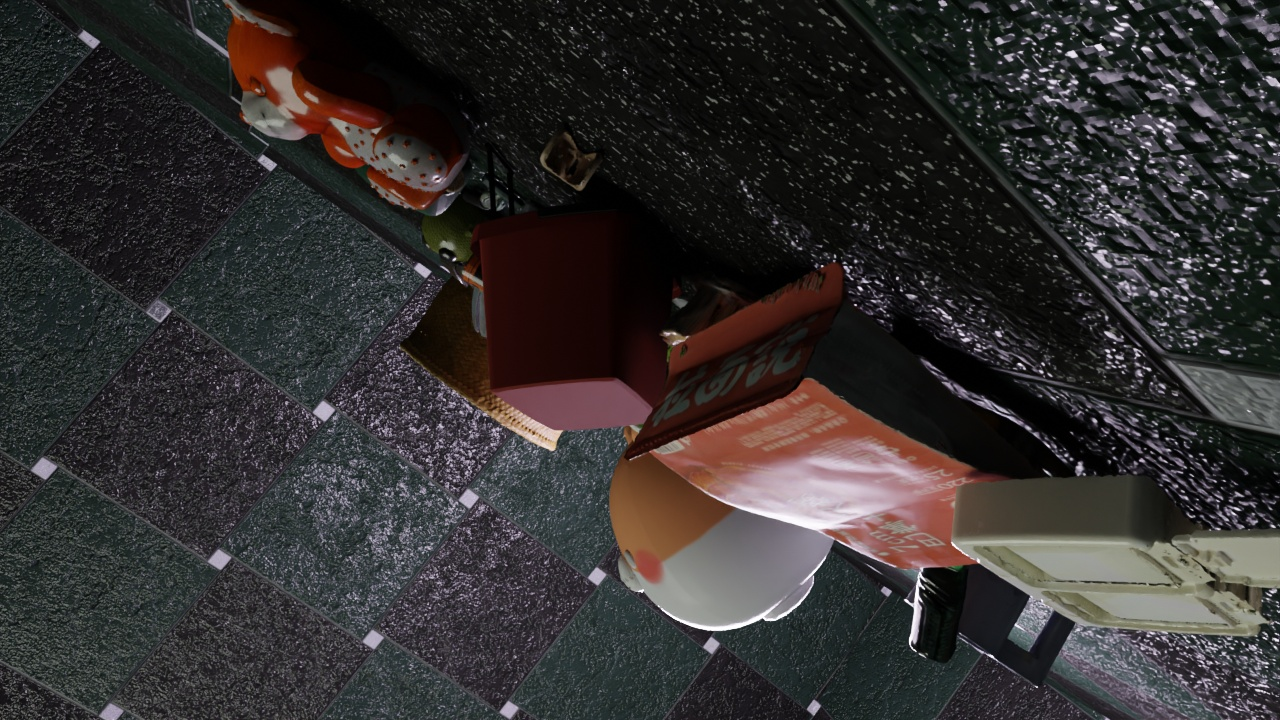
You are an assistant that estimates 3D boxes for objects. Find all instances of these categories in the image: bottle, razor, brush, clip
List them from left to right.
[{"bbox_3d":[-0.181,-0.158,0.755,0.061,0.061,0.131,41,171,-39],"label":"bottle"},{"bbox_3d":[-0.143,-0.148,0.835,0.043,0.022,0.144,37,174,-23],"label":"razor"},{"bbox_3d":[-0.046,-0.117,0.531,0.041,0.024,0.061,35,178,-17],"label":"clip"},{"bbox_3d":[0.126,0.031,0.640,0.271,0.056,0.083,36,172,-28],"label":"brush"}]

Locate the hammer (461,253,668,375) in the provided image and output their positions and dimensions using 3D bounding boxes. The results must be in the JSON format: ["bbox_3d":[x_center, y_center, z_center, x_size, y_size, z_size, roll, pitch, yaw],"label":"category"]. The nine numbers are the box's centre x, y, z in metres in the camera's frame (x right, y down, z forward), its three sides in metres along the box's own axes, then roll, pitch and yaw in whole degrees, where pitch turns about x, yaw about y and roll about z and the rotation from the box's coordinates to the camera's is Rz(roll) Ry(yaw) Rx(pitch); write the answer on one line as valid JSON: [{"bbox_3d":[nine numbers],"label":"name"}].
[{"bbox_3d":[-0.004,0.004,0.730,0.314,0.035,0.137,31,-174,1],"label":"hammer"}]

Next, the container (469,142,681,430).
[{"bbox_3d":[-0.044,-0.063,0.634,0.127,0.200,0.148,-6,161,15],"label":"container"}]

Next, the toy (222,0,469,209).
[{"bbox_3d":[-0.200,-0.170,0.614,0.172,0.093,0.164,36,175,-12],"label":"toy"}]

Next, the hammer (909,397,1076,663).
[{"bbox_3d":[0.209,0.131,0.623,0.130,0.032,0.319,20,148,26],"label":"hammer"}]

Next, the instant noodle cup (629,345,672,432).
[{"bbox_3d":[0.042,0.031,0.866,0.099,0.108,0.099,32,174,4],"label":"instant noodle cup"}]

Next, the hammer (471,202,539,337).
[{"bbox_3d":[-0.065,-0.044,0.914,0.025,0.118,0.333,35,-179,25],"label":"hammer"}]

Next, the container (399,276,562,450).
[{"bbox_3d":[-0.222,-0.018,1.510,0.307,0.196,0.307,33,176,2],"label":"container"}]

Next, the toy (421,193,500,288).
[{"bbox_3d":[-0.167,-0.114,0.968,0.179,0.078,0.152,33,174,39],"label":"toy"}]

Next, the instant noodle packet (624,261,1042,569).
[{"bbox_3d":[0.126,0.063,0.514,0.221,0.083,0.165,35,149,-16],"label":"instant noodle packet"}]

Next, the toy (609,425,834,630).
[{"bbox_3d":[0.083,0.173,1.073,0.280,0.265,0.263,49,172,1],"label":"toy"}]

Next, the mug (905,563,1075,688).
[{"bbox_3d":[0.305,0.194,0.772,0.124,0.104,0.084,32,174,13],"label":"mug"}]

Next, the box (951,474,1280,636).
[{"bbox_3d":[0.252,0.097,0.411,0.143,0.050,0.184,30,154,-31],"label":"box"}]
